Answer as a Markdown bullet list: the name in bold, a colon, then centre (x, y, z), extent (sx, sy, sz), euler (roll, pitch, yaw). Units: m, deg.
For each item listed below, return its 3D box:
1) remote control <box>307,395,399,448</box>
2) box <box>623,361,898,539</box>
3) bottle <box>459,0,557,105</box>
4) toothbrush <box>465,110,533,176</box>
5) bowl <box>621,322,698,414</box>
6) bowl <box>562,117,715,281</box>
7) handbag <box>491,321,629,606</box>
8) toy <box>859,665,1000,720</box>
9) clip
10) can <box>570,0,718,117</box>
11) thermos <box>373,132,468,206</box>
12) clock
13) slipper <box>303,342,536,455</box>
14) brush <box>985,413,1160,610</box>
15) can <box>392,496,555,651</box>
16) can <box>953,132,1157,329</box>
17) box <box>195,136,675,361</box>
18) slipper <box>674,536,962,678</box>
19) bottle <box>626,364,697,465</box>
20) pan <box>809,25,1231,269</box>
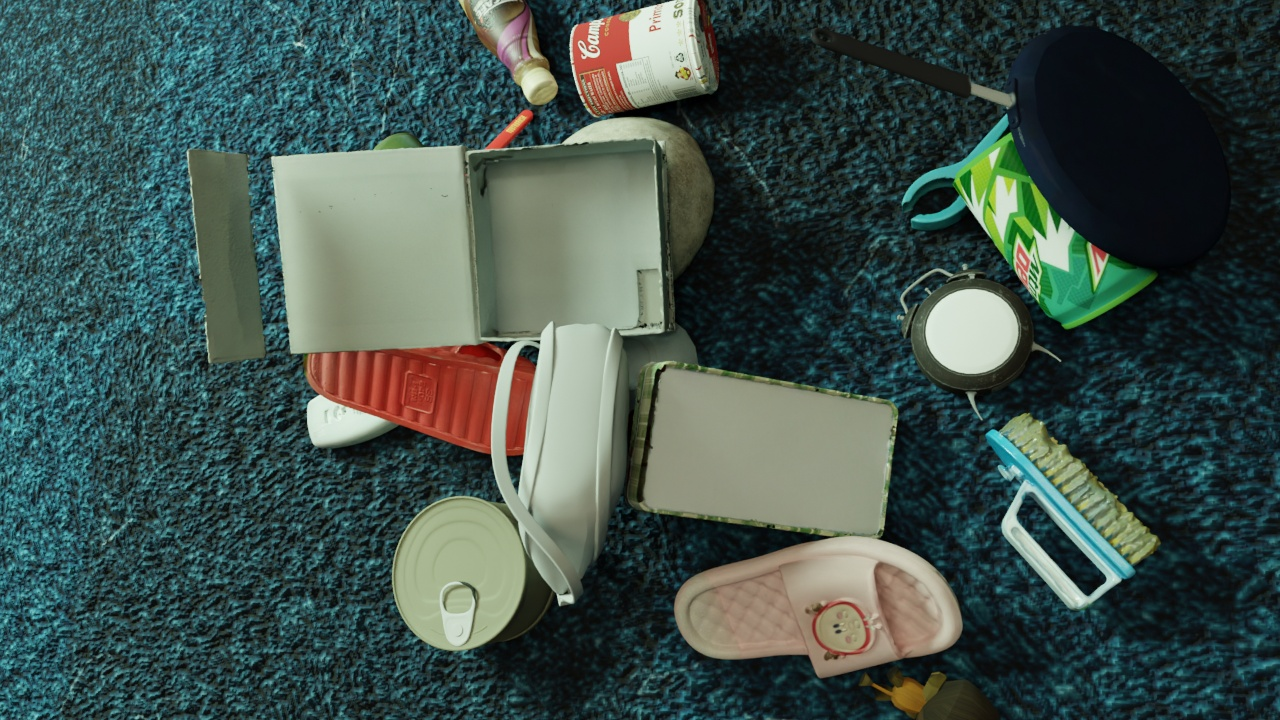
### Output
- **remote control**: centre (-0.278, 0.049, 0.909), extent (0.114, 0.028, 0.060), euler (-20, 72, 15)
- **box**: centre (0.093, 0.071, 0.702), extent (0.205, 0.051, 0.117), euler (8, 86, -15)
- **bottle**: centre (-0.131, -0.327, 0.920), extent (0.060, 0.059, 0.166), euler (-32, 70, 11)
- **toothbrush**: centre (-0.160, -0.180, 0.864), extent (0.012, 0.018, 0.211), euler (28, 56, 10)
- **bowl**: centre (-0.005, 0.005, 0.814), extent (0.106, 0.039, 0.106), euler (-4, 77, 19)
- **bowl**: centre (-0.027, -0.150, 0.835), extent (0.179, 0.081, 0.178), euler (-5, 77, 21)
- **handbag**: centre (-0.062, 0.095, 0.721), extent (0.095, 0.223, 0.215), euler (5, 59, -2)
- **toy**: centre (0.209, 0.254, 0.673), extent (0.100, 0.062, 0.076), euler (27, 125, 9)
- **clip**: centre (0.270, -0.156, 0.759), extent (0.119, 0.027, 0.102), euler (-30, 68, 11)
- **can**: centre (0.006, -0.279, 0.847), extent (0.116, 0.086, 0.086), euler (-7, 76, 19)
- **thermos**: centre (-0.176, -0.129, 0.887), extent (0.082, 0.082, 0.231), euler (-46, 68, 5)
- **clock**: centre (0.257, -0.023, 0.723), extent (0.091, 0.043, 0.122), euler (-39, 69, 8)
- **slipper**: centre (-0.177, 0.019, 0.838), extent (0.249, 0.059, 0.104), euler (12, 122, 1)
- **brush**: centre (0.300, 0.107, 0.674), extent (0.075, 0.055, 0.136), euler (-39, 68, 3)
- **can**: centre (-0.143, 0.186, 0.806), extent (0.128, 0.073, 0.127), euler (-4, 77, 19)
- **can**: centre (0.309, -0.103, 0.687), extent (0.083, 0.083, 0.144), euler (-34, 85, 10)
- **box**: centre (-0.157, -0.094, 0.759), extent (0.368, 0.098, 0.166), euler (-3, 95, 1)
- **slipper**: centre (0.128, 0.191, 0.700), extent (0.222, 0.055, 0.107), euler (-11, 109, 25)
- **bottle**: centre (0.033, 0.066, 0.754), extent (0.111, 0.099, 0.099), euler (-46, 68, -4)
- **pan**: centre (0.278, -0.176, 0.643), extent (0.356, 0.021, 0.198), euler (12, 66, -16)
